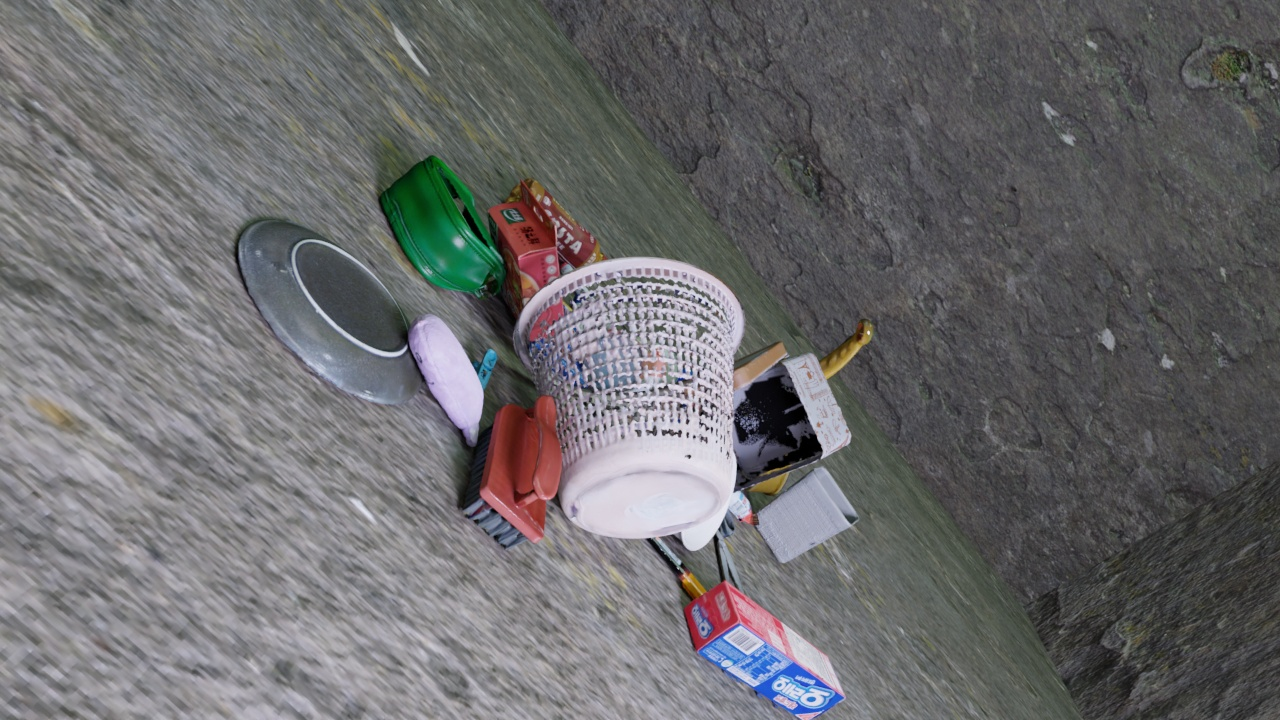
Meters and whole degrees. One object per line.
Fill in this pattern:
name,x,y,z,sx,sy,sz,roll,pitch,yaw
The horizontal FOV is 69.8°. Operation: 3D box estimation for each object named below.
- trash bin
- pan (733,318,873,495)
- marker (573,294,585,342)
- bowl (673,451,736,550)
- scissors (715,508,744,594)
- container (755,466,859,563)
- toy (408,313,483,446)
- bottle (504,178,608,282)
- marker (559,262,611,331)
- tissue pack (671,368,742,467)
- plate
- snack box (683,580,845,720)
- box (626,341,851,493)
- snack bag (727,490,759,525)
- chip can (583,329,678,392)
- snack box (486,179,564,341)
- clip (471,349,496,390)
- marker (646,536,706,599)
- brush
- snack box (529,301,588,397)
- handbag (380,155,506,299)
trash bin,-0.002,0.049,0.848,0.227,0.228,0.191,37,36,-44
pan,0.206,0.049,1.231,0.078,0.358,0.197,5,57,-10
marker,-0.079,-0.049,1.154,0.017,0.017,0.145,47,17,-21
bowl,0.049,0.141,1.000,0.065,0.118,0.118,17,-2,28
scissors,0.097,0.213,1.098,0.159,0.014,0.170,55,16,10
container,0.226,0.216,1.272,0.090,0.114,0.090,57,17,15
toy,-0.157,0.007,0.746,0.083,0.039,0.108,-111,179,-52
bottle,-0.109,-0.174,1.263,0.175,0.057,0.057,42,19,-35
marker,-0.064,-0.072,1.248,0.145,0.017,0.017,54,16,5
tissue pack,0.088,0.083,1.284,0.157,0.052,0.094,44,20,-29
plate,-0.227,-0.043,0.707,0.179,0.024,0.179,48,17,-20
snack box,0.129,0.299,0.928,0.207,0.057,0.058,42,17,-34
box,0.118,0.078,1.104,0.192,0.184,0.157,-19,83,-51
snack bag,0.119,0.178,1.215,0.104,0.026,0.048,49,7,-12
chip can,-0.006,0.006,1.094,0.071,0.071,0.214,56,9,9
snack box,-0.120,-0.104,0.952,0.113,0.044,0.127,-126,-153,-48
clip,-0.146,0.012,0.831,0.015,0.049,0.056,47,23,-23
marker,0.033,0.207,0.933,0.124,0.015,0.018,50,14,-2
brush,-0.095,0.079,0.736,0.063,0.069,0.145,47,17,-23
snack box,-0.104,-0.034,1.032,0.084,0.026,0.157,42,19,-34
handbag,-0.194,-0.130,0.929,0.131,0.068,0.120,60,9,28
